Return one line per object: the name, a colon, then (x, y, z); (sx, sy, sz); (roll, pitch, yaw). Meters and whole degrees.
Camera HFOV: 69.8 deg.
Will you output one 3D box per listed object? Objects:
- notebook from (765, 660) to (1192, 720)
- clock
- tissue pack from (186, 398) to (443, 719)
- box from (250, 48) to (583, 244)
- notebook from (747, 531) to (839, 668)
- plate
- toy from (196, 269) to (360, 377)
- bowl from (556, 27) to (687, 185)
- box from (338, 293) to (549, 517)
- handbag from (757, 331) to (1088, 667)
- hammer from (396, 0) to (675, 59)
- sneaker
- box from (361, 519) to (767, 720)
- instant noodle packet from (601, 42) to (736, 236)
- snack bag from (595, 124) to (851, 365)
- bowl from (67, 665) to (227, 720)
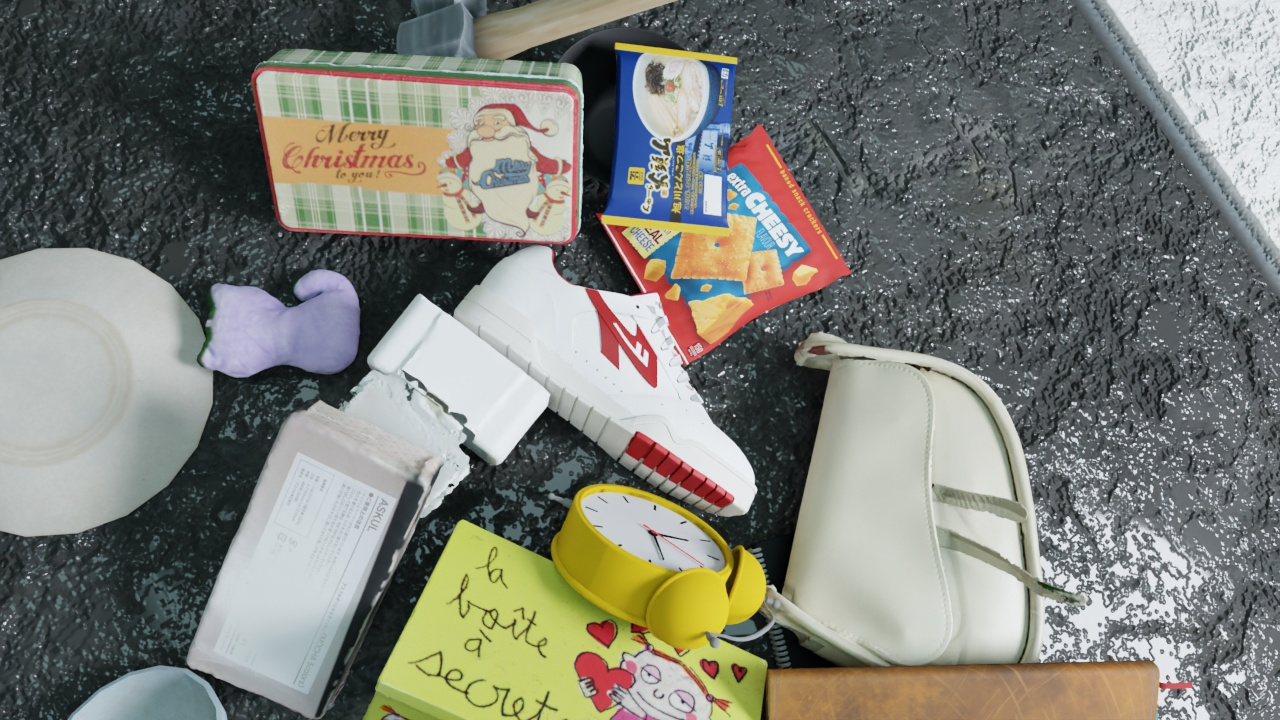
notebook: (0.201, 0.271, 0.562); (0.249, 0.014, 0.178); (-1, 99, -1)
clock: (0.014, 0.128, 0.578); (0.152, 0.113, 0.052); (30, 105, 27)
tissue pack: (-0.198, 0.114, 0.556); (0.104, 0.071, 0.182); (25, 108, -2)
box: (-0.139, -0.138, 0.601); (0.205, 0.050, 0.118); (5, 123, -1)
notebook: (0.171, 0.215, 0.652); (0.149, 0.016, 0.206); (-12, 82, -13)
plate: (-0.375, 0.015, 0.583); (0.188, 0.027, 0.188); (2, 79, -10)
toy: (-0.239, -0.026, 0.614); (0.099, 0.037, 0.080); (3, 69, -15)
bowl: (-0.010, -0.174, 0.674); (0.124, 0.053, 0.124); (2, 79, -10)
box: (-0.138, 0.045, 0.584); (0.110, 0.103, 0.130); (35, 78, -3)
handbag: (0.181, 0.102, 0.608); (0.184, 0.132, 0.228); (13, 74, -3)
hammer: (-0.012, -0.243, 0.610); (0.323, 0.051, 0.117); (-11, 69, 18)
sneaker: (-0.004, 0.004, 0.629); (0.236, 0.090, 0.104); (35, 71, 3)
box: (-0.042, 0.203, 0.556); (0.221, 0.082, 0.124); (29, 39, -4)
instant noodle packet: (0.022, -0.153, 0.634); (0.087, 0.026, 0.134); (5, 78, -6)
snack bag: (0.061, -0.086, 0.677); (0.144, 0.039, 0.130); (-29, 86, -9)
bowl: (-0.288, 0.238, 0.536); (0.106, 0.039, 0.106); (-4, 50, 5)
